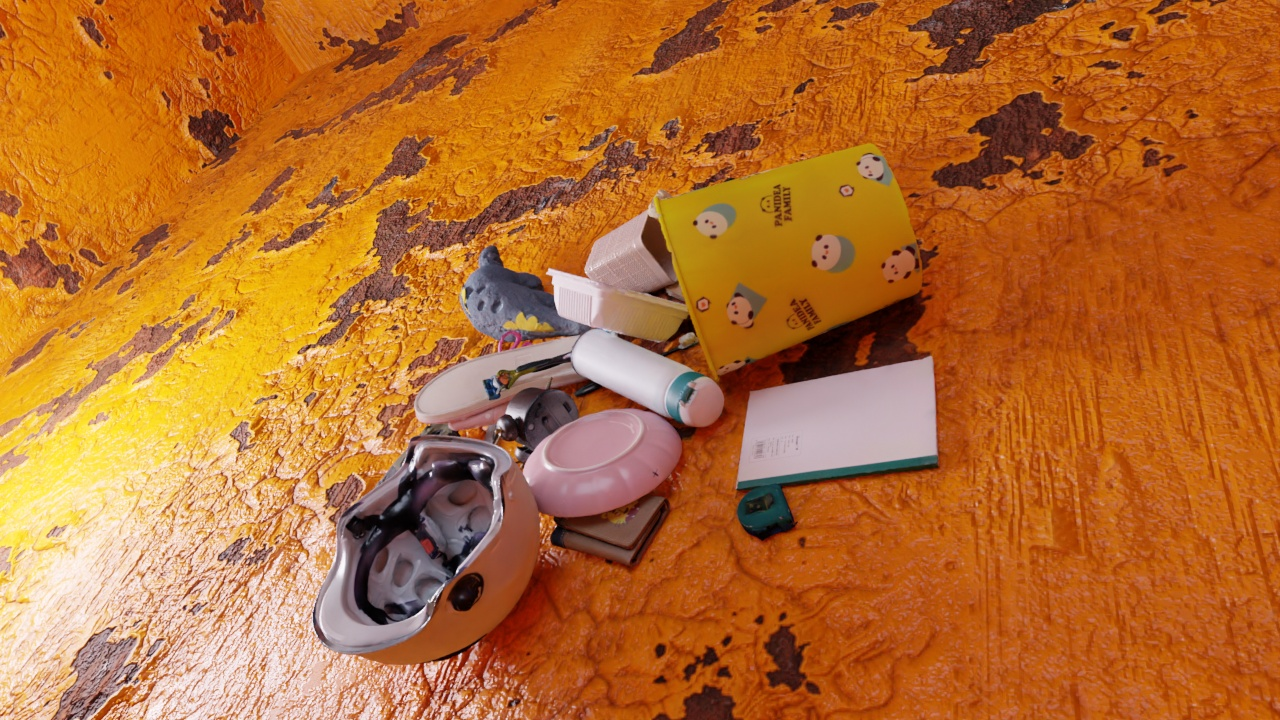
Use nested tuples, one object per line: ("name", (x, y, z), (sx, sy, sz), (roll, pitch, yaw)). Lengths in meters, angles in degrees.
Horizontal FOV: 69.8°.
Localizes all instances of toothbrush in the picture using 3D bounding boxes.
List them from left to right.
("toothbrush", (-0.007, 0.007, 1.203), (0.181, 0.018, 0.015), (-25, 43, 10))

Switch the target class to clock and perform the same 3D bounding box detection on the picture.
("clock", (-0.132, 0.082, 1.142), (0.055, 0.082, 0.121), (12, 52, 49))

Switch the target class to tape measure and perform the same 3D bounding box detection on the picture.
("tape measure", (0.124, 0.151, 0.921), (0.054, 0.025, 0.058), (-24, 35, 7))

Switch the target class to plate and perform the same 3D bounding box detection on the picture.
("plate", (-0.049, 0.106, 1.051), (0.192, 0.039, 0.192), (-14, 26, 7))

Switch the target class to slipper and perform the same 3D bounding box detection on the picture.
("slipper", (-0.172, 0.034, 1.251), (0.274, 0.054, 0.114), (-18, 39, -3))

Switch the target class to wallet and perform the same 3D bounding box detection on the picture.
("wallet", (-0.034, 0.176, 1.001), (0.115, 0.033, 0.090), (9, 49, 37))

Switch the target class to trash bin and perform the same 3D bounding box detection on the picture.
("trash bin", (0.171, -0.123, 1.069), (0.255, 0.230, 0.229), (-19, 36, 6))

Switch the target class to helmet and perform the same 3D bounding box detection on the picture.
("helmet", (-0.208, 0.215, 0.977), (0.229, 0.146, 0.258), (8, 59, 43))

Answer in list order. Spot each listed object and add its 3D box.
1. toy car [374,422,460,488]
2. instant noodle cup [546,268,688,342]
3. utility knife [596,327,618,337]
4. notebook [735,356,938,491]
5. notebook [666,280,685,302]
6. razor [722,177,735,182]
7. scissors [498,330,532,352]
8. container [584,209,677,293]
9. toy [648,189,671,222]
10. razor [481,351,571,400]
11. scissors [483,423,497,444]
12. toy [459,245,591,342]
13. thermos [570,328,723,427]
("toy car", (-0.300, 0.146, 1.221), (0.070, 0.042, 0.157), (9, 53, 43))
("instant noodle cup", (-0.029, -0.068, 1.203), (0.138, 0.173, 0.060), (20, 98, 48))
("utility knife", (-0.053, -0.057, 1.312), (0.034, 0.018, 0.202), (-39, 35, 9))
("notebook", (0.207, 0.068, 0.975), (0.209, 0.012, 0.150), (-11, 39, 25))
("notebook", (0.155, -0.137, 1.267), (0.211, 0.012, 0.149), (-40, 37, -14))
("razor", (0.154, -0.202, 1.295), (0.067, 0.062, 0.167), (-7, 34, -25))
("scissors", (-0.207, 0.017, 1.304), (0.135, 0.064, 0.017), (-48, 26, -10))
("container", (-0.011, -0.145, 1.321), (0.111, 0.090, 0.089), (-23, 34, 31))
("toy", (0.083, -0.190, 1.276), (0.157, 0.066, 0.104), (29, 35, 14))
("razor", (-0.138, 0.011, 1.206), (0.142, 0.022, 0.042), (-20, 41, -9))
("scissors", (-0.210, 0.114, 1.218), (0.142, 0.014, 0.173), (-37, 35, -11))
("toy", (-0.203, -0.095, 1.406), (0.137, 0.091, 0.356), (-26, 35, -17))
("thermos", (0.008, 0.022, 1.117), (0.073, 0.073, 0.224), (-45, 40, -20))
